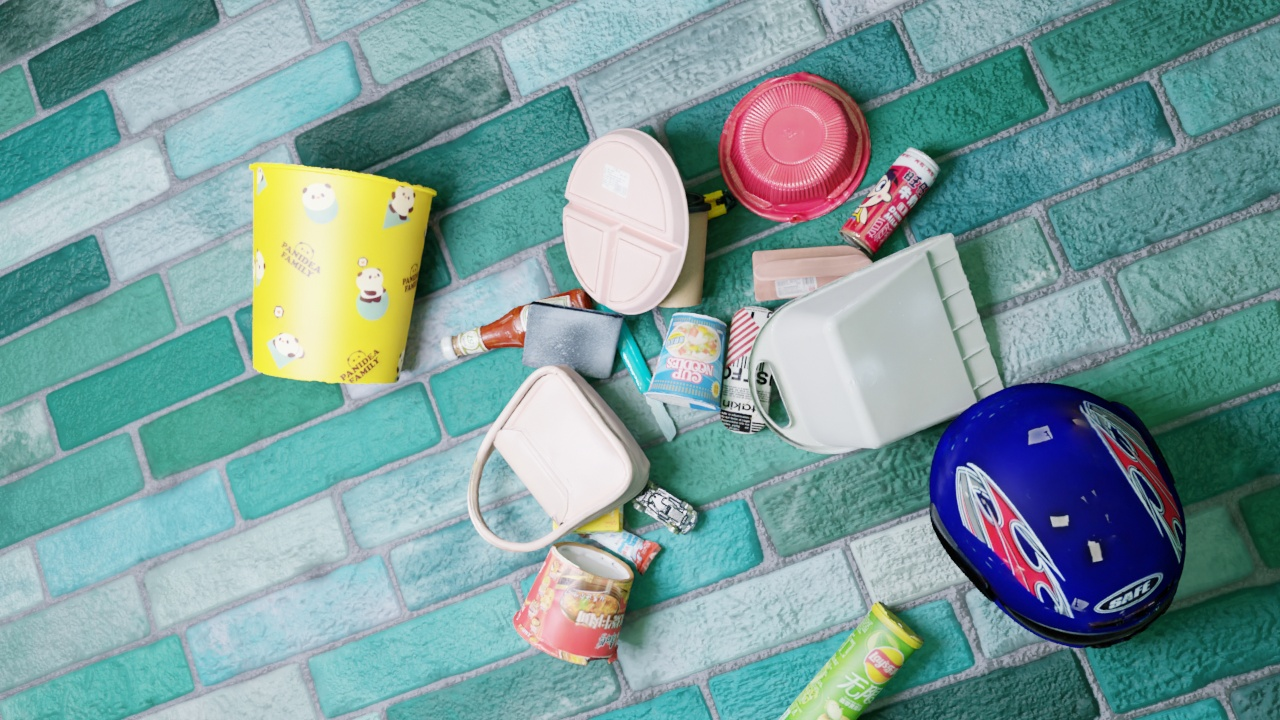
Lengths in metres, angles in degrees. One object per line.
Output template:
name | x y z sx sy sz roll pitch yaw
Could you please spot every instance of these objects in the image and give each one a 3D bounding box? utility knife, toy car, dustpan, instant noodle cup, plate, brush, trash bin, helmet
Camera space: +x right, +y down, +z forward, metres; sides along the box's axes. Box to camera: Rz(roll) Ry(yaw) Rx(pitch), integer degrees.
utility knife | -0.007 0.007 1.203 0.029 0.013 0.218 -26 81 -5
toy car | 0.032 0.187 1.178 0.090 0.034 0.043 30 95 13
dustpan | 0.272 -0.002 1.119 0.257 0.143 0.223 -27 101 -22
utility knife | 0.043 -0.188 1.202 0.172 0.015 0.033 -15 84 10
instant noodle cup | -0.078 0.295 1.139 0.138 0.137 0.108 21 94 11
plate | -0.027 -0.170 1.137 0.230 0.028 0.229 13 106 49
instant noodle cup | 0.191 -0.275 1.153 0.194 0.066 0.193 -1 86 11
brush | 0.213 -0.110 1.138 0.146 0.073 0.063 -4 86 9
trash bin | -0.392 -0.108 1.185 0.230 0.229 0.255 8 95 11
instant noodle cup | 0.063 0.000 1.155 0.099 0.099 0.110 10 82 11
helmet | 0.461 0.177 0.995 0.247 0.240 0.315 -33 83 9

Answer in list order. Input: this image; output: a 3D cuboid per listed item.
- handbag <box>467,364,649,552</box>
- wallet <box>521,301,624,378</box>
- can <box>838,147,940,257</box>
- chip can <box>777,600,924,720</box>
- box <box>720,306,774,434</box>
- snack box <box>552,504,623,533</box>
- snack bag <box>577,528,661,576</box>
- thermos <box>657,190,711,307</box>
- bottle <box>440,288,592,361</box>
handbag | -0.122 0.140 1.150 0.234 0.093 0.193 -43 72 7
wallet | -0.089 -0.027 1.178 0.121 0.019 0.097 8 125 -7
can | 0.308 -0.195 1.133 0.053 0.053 0.133 39 95 10
chip can | 0.244 0.398 1.109 0.072 0.072 0.221 40 95 10
box | 0.138 0.012 1.159 0.068 0.051 0.164 5 92 25
snack box | -0.066 0.152 1.187 0.087 0.034 0.140 -2 77 11
snack bag | -0.028 0.234 1.191 0.104 0.026 0.048 32 85 11
thermos | 0.045 -0.142 1.158 0.093 0.093 0.143 0 105 11
bottle | -0.164 -0.042 1.212 0.206 0.059 0.059 -15 85 9
